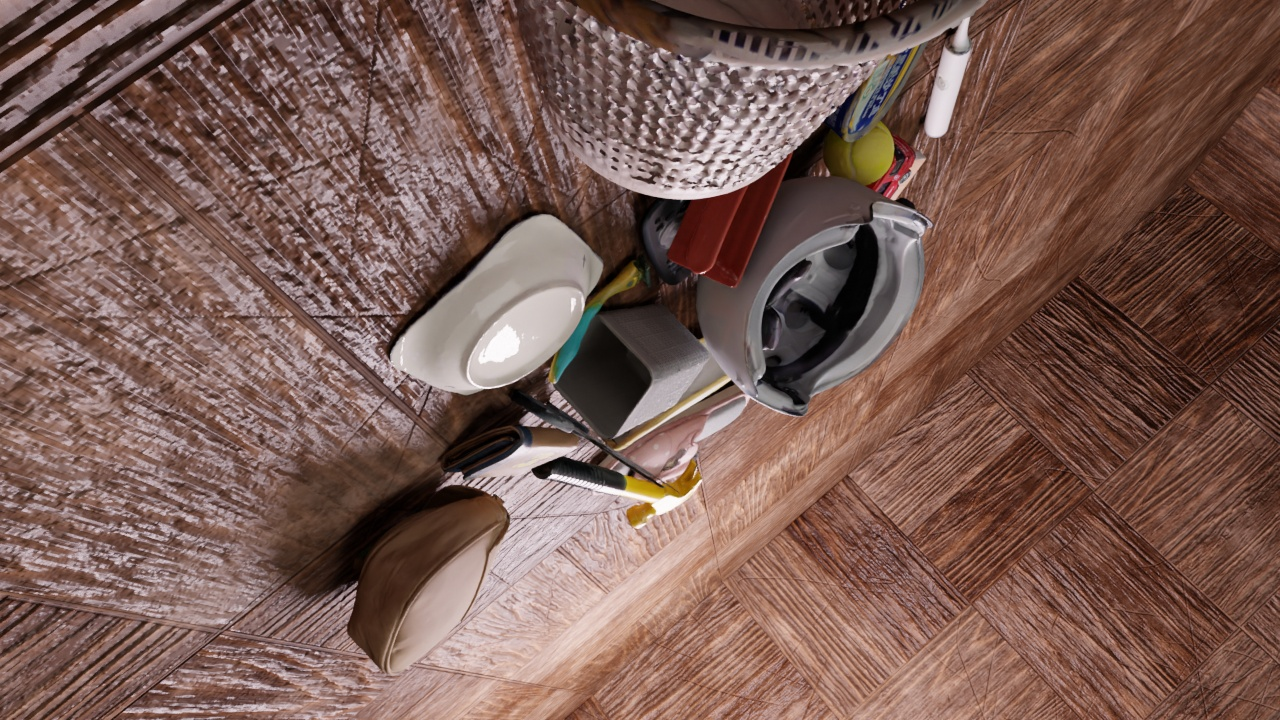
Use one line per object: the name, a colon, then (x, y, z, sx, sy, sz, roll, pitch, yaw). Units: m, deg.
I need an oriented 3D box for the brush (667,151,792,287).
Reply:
brush: (0.076, -0.135, 0.724, 0.146, 0.063, 0.069, -67, 170, 10)

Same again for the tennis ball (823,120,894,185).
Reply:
tennis ball: (0.204, -0.196, 0.860, 0.065, 0.065, 0.066, -36, 159, -17)

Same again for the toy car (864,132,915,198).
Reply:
toy car: (0.238, -0.182, 0.971, 0.045, 0.053, 0.121, -18, 146, -45)

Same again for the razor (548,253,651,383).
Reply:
razor: (-0.038, -0.035, 0.780, 0.132, 0.028, 0.043, -51, 170, -12)

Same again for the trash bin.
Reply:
trash bin: (0.030, -0.179, 0.412, 0.227, 0.227, 0.192, -36, 171, -15)

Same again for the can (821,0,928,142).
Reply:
can: (0.189, -0.250, 0.748, 0.074, 0.049, 0.148, -28, 155, -33)

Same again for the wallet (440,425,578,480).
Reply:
wallet: (-0.120, 0.086, 0.862, 0.090, 0.033, 0.115, -24, 167, 19)

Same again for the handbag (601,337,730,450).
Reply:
handbag: (0.023, 0.043, 1.042, 0.163, 0.063, 0.179, -28, 170, -33)

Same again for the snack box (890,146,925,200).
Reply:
snack box: (0.255, -0.174, 1.051, 0.084, 0.026, 0.158, -18, 149, -48)

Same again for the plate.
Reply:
plate: (-0.096, -0.029, 0.704, 0.164, 0.034, 0.164, -43, 159, 5)

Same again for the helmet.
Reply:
helmet: (0.148, -0.075, 0.873, 0.258, 0.146, 0.229, -1, 125, -51)

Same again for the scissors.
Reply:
scissors: (-0.044, 0.071, 0.838, 0.159, 0.179, 0.014, 30, 88, -29)

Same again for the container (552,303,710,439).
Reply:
container: (-0.005, 0.005, 0.858, 0.114, 0.090, 0.090, -18, 149, -53)

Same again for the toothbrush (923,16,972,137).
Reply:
toothbrush: (0.310, -0.294, 0.907, 0.026, 0.027, 0.221, -49, 161, -10)

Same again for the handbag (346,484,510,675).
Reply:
handbag: (-0.211, 0.208, 0.889, 0.147, 0.100, 0.205, -32, 159, -44)

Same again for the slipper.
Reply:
slipper: (0.048, 0.113, 1.208, 0.273, 0.054, 0.114, -26, 155, -32)

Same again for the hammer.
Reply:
hammer: (-0.028, 0.146, 1.091, 0.129, 0.032, 0.300, -35, 151, 19)

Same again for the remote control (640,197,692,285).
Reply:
remote control: (0.025, -0.107, 0.775, 0.053, 0.024, 0.136, -43, 157, -7)
